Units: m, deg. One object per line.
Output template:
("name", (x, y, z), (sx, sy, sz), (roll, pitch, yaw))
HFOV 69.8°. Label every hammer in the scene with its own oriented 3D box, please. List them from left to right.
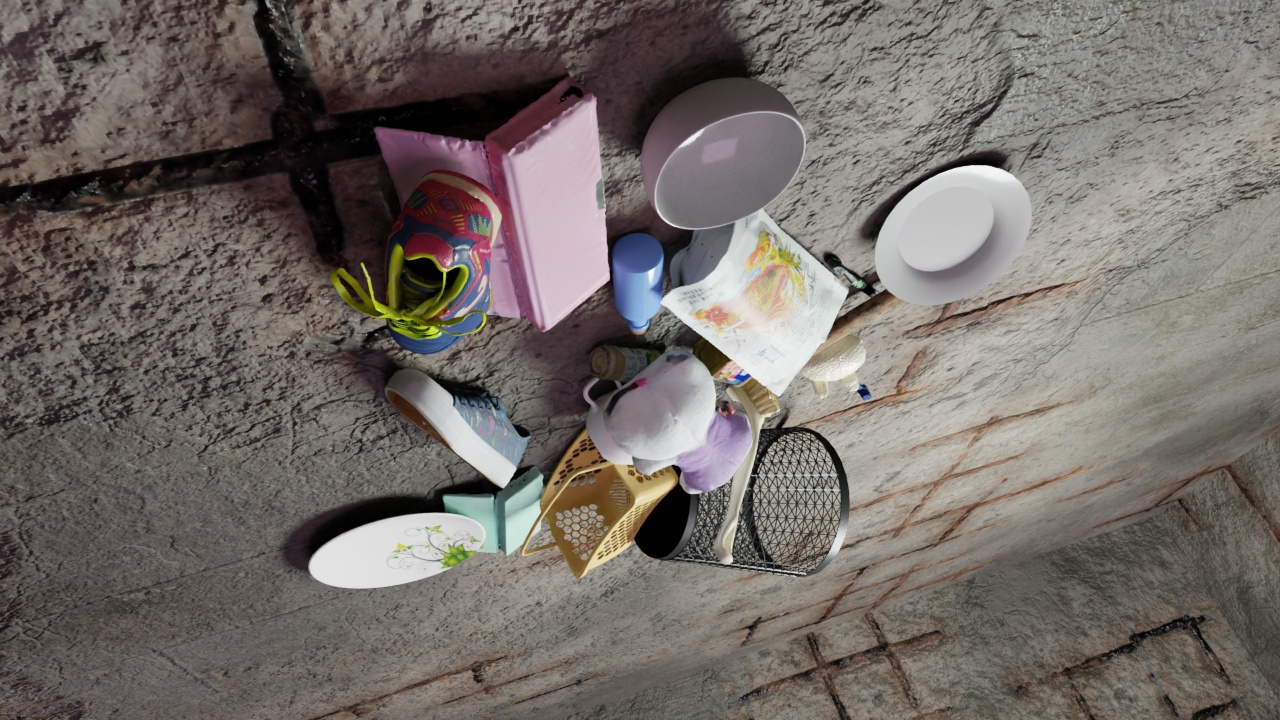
("hammer", (0.280, -0.068, 1.084), (0.331, 0.033, 0.120), (-32, 146, 10))

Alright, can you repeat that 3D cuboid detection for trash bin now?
("trash bin", (0.125, 0.194, 1.280), (0.242, 0.216, 0.218), (7, 141, -31))

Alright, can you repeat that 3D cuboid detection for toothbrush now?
("toothbrush", (0.293, 0.024, 1.284), (0.016, 0.017, 0.190), (-31, 150, 16))
("toothbrush", (0.259, -0.087, 1.074), (0.014, 0.017, 0.187), (-36, 149, 22))

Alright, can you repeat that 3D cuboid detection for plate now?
("plate", (-0.324, 0.244, 1.225), (0.229, 0.030, 0.230), (-14, 150, -8))
("plate", (0.336, -0.137, 0.996), (0.172, 0.019, 0.173), (-5, 130, -7))

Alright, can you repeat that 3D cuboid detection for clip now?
("clip", (0.128, 0.072, 1.254), (0.041, 0.023, 0.059), (-27, 157, 1))

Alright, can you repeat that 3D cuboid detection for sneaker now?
("sneaker", (-0.178, -0.051, 0.730), (0.116, 0.090, 0.242), (20, 149, -8))
("sneaker", (-0.187, 0.058, 0.980), (0.079, 0.087, 0.235), (-54, 150, -13))

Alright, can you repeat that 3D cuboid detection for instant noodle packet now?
("instant noodle packet", (0.131, -0.061, 0.956), (0.147, 0.057, 0.269), (-54, 139, 4))

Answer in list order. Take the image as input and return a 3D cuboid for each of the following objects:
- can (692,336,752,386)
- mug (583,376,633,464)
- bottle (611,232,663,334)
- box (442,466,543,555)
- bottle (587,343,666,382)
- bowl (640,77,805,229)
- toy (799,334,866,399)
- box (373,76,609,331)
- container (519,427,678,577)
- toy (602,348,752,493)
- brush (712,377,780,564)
("can", (0.113, -0.015, 1.059), (0.059, 0.054, 0.100), (11, 138, -43))
("mug", (-0.029, 0.067, 1.082), (0.076, 0.090, 0.124), (-33, 120, -5))
("bottle", (-0.002, -0.067, 0.897), (0.048, 0.048, 0.131), (-17, 151, -9))
("box", (-0.198, 0.215, 1.256), (0.138, 0.056, 0.187), (-19, 151, -17))
("bottle", (-0.006, 0.006, 1.027), (0.109, 0.042, 0.043), (6, 141, -38))
("bowl", (0.061, -0.173, 0.740), (0.131, 0.064, 0.132), (-16, 151, -10))
("toy", (0.243, -0.005, 1.167), (0.087, 0.050, 0.112), (-19, 111, 4))
("box", (-0.104, -0.106, 0.744), (0.172, 0.075, 0.233), (-16, 150, -7))
("container", (-0.065, 0.178, 1.179), (0.166, 0.129, 0.184), (-10, 145, -41))
("toy", (0.048, 0.078, 1.025), (0.137, 0.085, 0.209), (-48, 136, 0))
("brush", (0.124, 0.125, 1.118), (0.062, 0.271, 0.078), (39, 136, -26))
